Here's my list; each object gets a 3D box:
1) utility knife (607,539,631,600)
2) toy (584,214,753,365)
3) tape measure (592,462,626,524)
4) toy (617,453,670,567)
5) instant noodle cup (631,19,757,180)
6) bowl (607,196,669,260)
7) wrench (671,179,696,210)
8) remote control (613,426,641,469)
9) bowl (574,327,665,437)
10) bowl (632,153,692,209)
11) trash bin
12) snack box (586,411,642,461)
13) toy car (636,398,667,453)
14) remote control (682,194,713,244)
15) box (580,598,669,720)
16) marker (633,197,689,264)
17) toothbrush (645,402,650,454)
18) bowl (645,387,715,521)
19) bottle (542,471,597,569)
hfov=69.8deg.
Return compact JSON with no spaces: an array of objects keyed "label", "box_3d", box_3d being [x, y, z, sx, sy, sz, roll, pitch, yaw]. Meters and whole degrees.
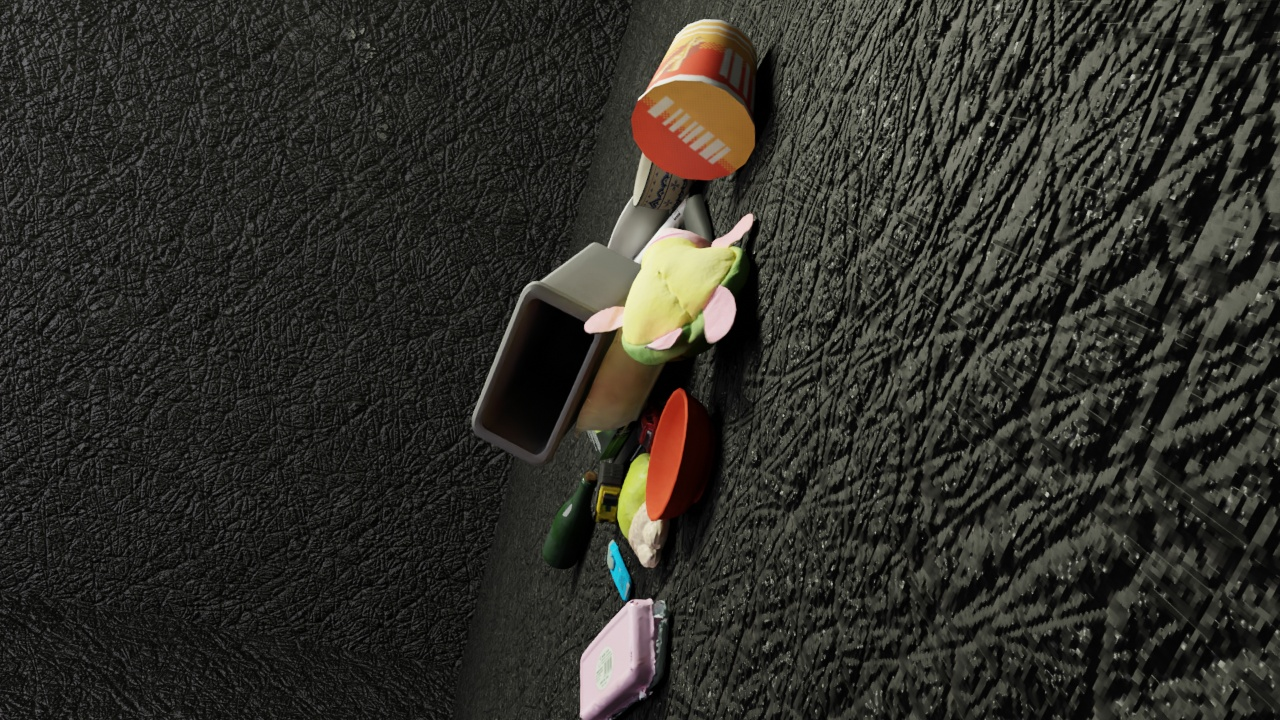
[{"label":"utility knife","box_3d":[-0.025,0.238,1.043,0.158,0.015,0.031,-157,76,-78]},{"label":"toy","box_3d":[0.038,-0.062,0.853,0.190,0.088,0.238,-37,21,12]},{"label":"tape measure","box_3d":[-0.035,0.159,1.140,0.067,0.038,0.063,-84,4,-50]},{"label":"toy","box_3d":[0.005,0.151,0.904,0.115,0.046,0.092,-105,28,-56]},{"label":"instant noodle cup","box_3d":[0.065,-0.274,0.944,0.124,0.123,0.120,118,170,-55]},{"label":"bowl","box_3d":[0.005,-0.163,1.243,0.149,0.043,0.150,-58,-15,-25]},{"label":"wrench","box_3d":[0.074,-0.241,1.131,0.274,0.010,0.070,152,130,-77]},{"label":"remote control","box_3d":[-0.017,0.119,1.158,0.124,0.011,0.028,118,162,-56]},{"label":"bowl","box_3d":[-0.006,0.006,1.026,0.188,0.060,0.220,-60,-5,-61]},{"label":"bowl","box_3d":[0.035,-0.240,1.141,0.115,0.059,0.115,-168,91,-80]},{"label":"trash bin","box_3d":[-0.081,-0.016,1.037,0.192,0.097,0.219,-65,-4,23]},{"label":"snack box","box_3d":[-0.042,0.068,1.221,0.080,0.025,0.148,67,155,21]},{"label":"toy car","box_3d":[0.016,0.071,0.985,0.091,0.036,0.042,-89,15,-73]},{"label":"remote control","box_3d":[0.064,-0.140,1.026,0.151,0.020,0.041,-96,20,-56]},{"label":"box","box_3d":[-0.015,0.291,0.867,0.203,0.044,0.086,118,157,-54]},{"label":"marker","box_3d":[0.027,-0.157,1.160,0.134,0.017,0.020,-48,50,35]},{"label":"toothbrush","box_3d":[0.007,0.096,1.049,0.184,0.015,0.015,-92,12,-62]},{"label":"bowl","box_3d":[0.038,0.088,0.828,0.122,0.035,0.122,-168,91,-80]},{"label":"bottle","box_3d":[-0.095,0.227,1.326,0.055,0.055,0.175,-90,18,-54]}]
